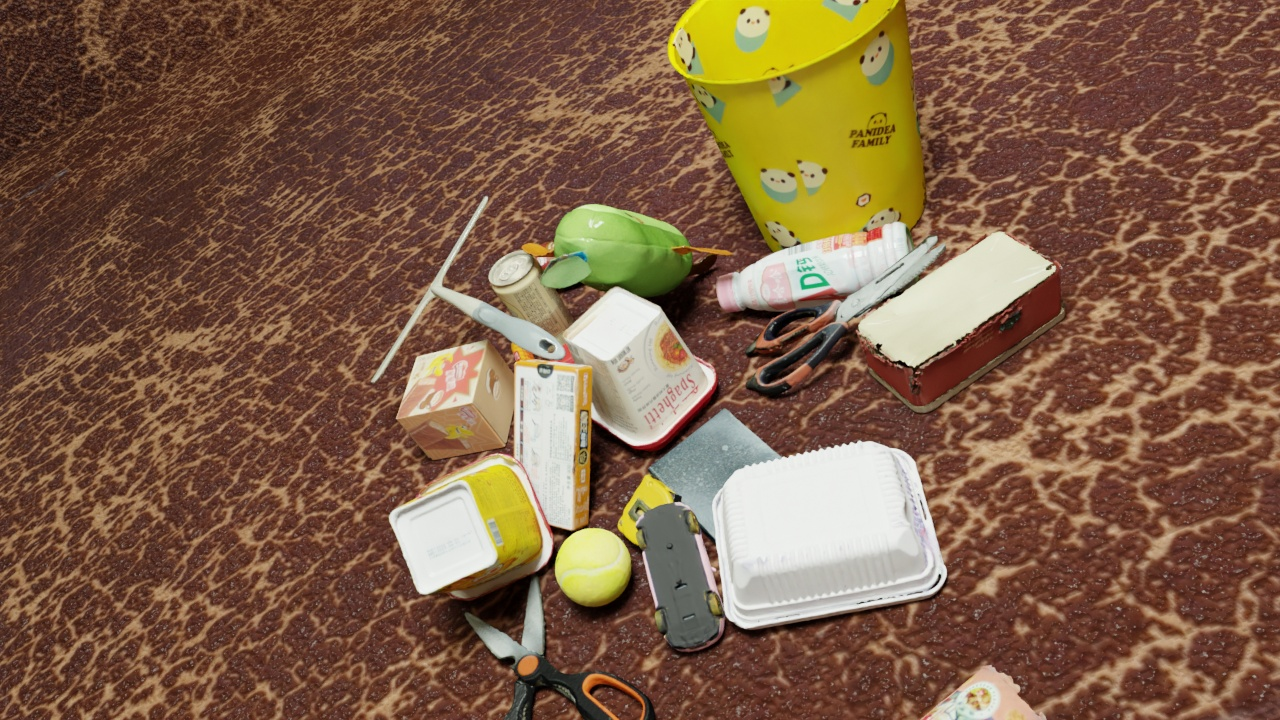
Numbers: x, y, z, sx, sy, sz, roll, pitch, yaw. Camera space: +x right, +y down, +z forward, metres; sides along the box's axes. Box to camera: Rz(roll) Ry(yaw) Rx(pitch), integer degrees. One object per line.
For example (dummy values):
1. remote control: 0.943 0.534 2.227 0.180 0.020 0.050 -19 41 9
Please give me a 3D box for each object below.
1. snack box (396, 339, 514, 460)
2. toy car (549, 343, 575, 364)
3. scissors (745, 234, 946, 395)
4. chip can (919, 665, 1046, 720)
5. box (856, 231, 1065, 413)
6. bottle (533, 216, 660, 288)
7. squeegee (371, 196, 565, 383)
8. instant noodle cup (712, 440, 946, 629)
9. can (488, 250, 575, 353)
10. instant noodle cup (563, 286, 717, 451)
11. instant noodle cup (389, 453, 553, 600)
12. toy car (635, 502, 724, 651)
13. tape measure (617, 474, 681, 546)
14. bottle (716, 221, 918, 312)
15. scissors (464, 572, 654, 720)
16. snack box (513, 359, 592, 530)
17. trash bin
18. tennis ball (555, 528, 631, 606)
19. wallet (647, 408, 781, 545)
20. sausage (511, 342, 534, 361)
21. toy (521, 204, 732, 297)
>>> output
1. snack box: -0.196 0.043 0.997 0.094 0.077 0.092 -12 44 19
2. toy car: -0.043 -0.011 0.991 0.120 0.045 0.053 -30 42 -4
3. scissors: 0.187 -0.051 0.872 0.195 0.015 0.206 13 69 56
4. chip can: 0.157 0.282 0.564 0.214 0.071 0.071 -36 41 -8
5. box: 0.280 -0.042 0.810 0.168 0.079 0.091 -34 42 -5
6. bottle: -0.055 -0.129 1.104 0.175 0.057 0.057 -15 43 16
7. squeegee: -0.165 -0.049 0.943 0.247 0.039 0.246 26 83 41
8. instant noodle cup: 0.140 0.127 0.726 0.173 0.060 0.137 -13 47 11
9. can: -0.119 -0.063 1.030 0.059 0.116 0.058 -16 43 15
10. instant noodle cup: -0.005 0.005 0.891 0.116 0.124 0.117 -44 44 -16
11. instant noodle cup: -0.152 0.150 0.806 0.116 0.123 0.116 -25 82 6
12. toy car: 0.033 0.177 0.754 0.056 0.037 0.122 -20 60 8
13. tape measure: 0.009 0.137 0.811 0.057 0.029 0.060 34 94 45
14. bottle: 0.175 -0.085 0.926 0.197 0.068 0.068 -12 44 24
15. scissors: -0.078 0.270 0.752 0.225 0.022 0.220 -5 41 23
16. snack box: -0.083 0.078 0.861 0.075 0.154 0.026 7 9 33
17. trash bin: 0.178 -0.249 0.940 0.230 0.255 0.229 -16 43 15
18. tennis ball: -0.040 0.177 0.784 0.065 0.065 0.065 -16 43 15
19. wallet: 0.075 0.103 0.829 0.097 0.019 0.121 -38 44 -9
20. sausage: -0.119 0.023 1.016 0.021 0.021 0.165 -29 41 0
21. toy: -0.015 -0.110 0.951 0.227 0.246 0.090 -1 88 18
